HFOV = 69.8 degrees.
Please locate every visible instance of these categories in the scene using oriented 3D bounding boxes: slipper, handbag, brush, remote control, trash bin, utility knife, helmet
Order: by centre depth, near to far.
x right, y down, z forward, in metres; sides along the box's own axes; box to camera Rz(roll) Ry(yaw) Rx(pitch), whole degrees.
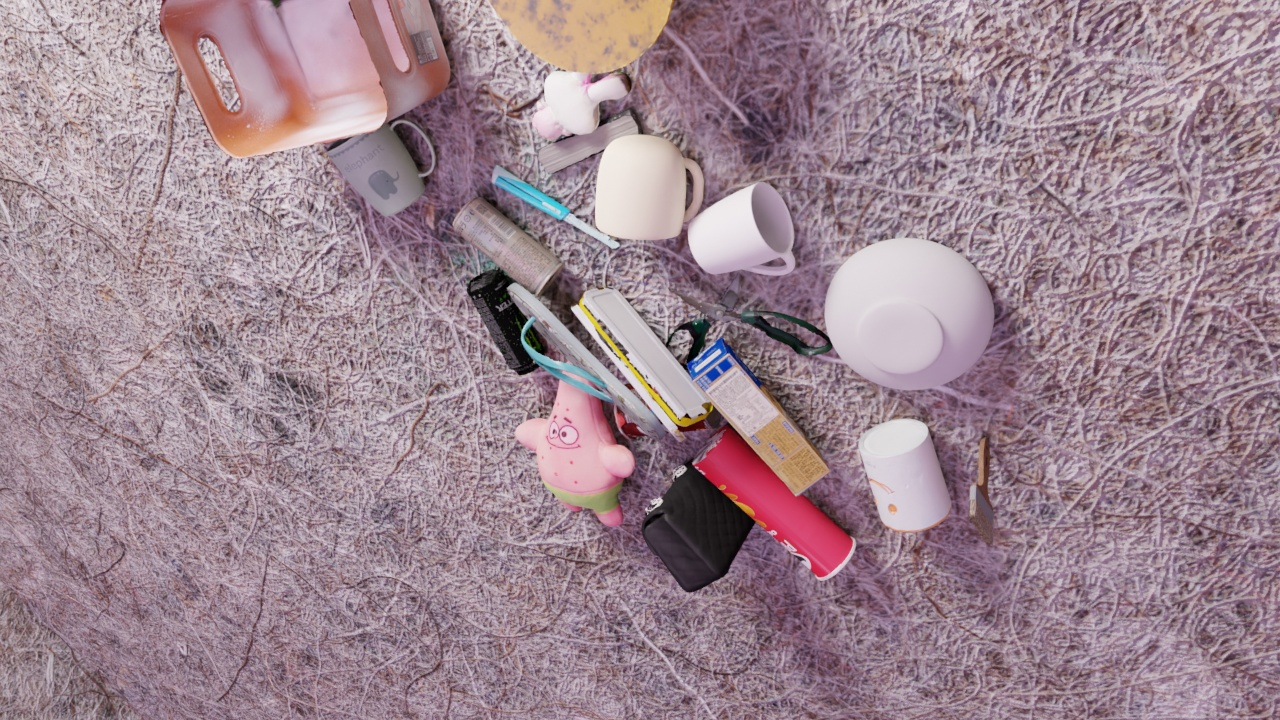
[{"bbox_3d":[-0.048,-0.408,0.854,0.206,0.131,0.255,-16,111,31],"label":"helmet"},{"bbox_3d":[0.368,0.131,0.988,0.008,0.142,0.045,-22,117,35],"label":"brush"},{"bbox_3d":[-0.365,-0.347,1.024,0.260,0.157,0.182,-4,117,26],"label":"trash bin"},{"bbox_3d":[-0.058,-0.246,1.033,0.137,0.013,0.033,-14,112,33],"label":"remote control"},{"bbox_3d":[-0.100,-0.182,1.094,0.176,0.015,0.022,29,102,4],"label":"utility knife"},{"bbox_3d":[-0.078,0.014,1.112,0.269,0.054,0.098,43,170,15],"label":"slipper"},{"bbox_3d":[0.063,0.211,1.179,0.125,0.153,0.115,49,130,-3],"label":"handbag"}]

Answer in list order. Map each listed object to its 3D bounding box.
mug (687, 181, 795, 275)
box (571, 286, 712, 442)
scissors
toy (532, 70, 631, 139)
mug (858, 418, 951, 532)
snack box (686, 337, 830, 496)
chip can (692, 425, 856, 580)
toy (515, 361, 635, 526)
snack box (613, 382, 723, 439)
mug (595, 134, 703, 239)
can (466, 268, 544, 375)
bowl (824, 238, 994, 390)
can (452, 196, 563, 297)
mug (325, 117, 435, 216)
[{"bbox_3d":[0.116,-0.128,0.992,0.088,0.080,0.114,-18,131,38],"label":"mug"},{"bbox_3d":[-0.004,0.002,1.087,0.070,0.067,0.210,-46,71,18],"label":"box"},{"bbox_3d":[0.115,-0.027,1.073,0.203,0.015,0.202,20,144,-3],"label":"scissors"},{"bbox_3d":[-0.071,-0.286,1.000,0.123,0.037,0.079,-35,104,31],"label":"toy"},{"bbox_3d":[0.305,0.132,1.057,0.082,0.082,0.105,-10,114,29],"label":"mug"},{"bbox_3d":[0.139,0.067,1.083,0.056,0.057,0.207,-38,110,12],"label":"snack box"},{"bbox_3d":[0.168,0.179,1.158,0.220,0.069,0.069,42,128,-4],"label":"chip can"},{"bbox_3d":[-0.080,0.107,1.213,0.192,0.096,0.237,11,113,33],"label":"toy"},{"bbox_3d":[0.036,0.058,1.142,0.121,0.072,0.072,-8,116,27],"label":"snack box"},{"bbox_3d":[0.013,-0.191,0.990,0.120,0.096,0.100,-3,115,-17],"label":"mug"},{"bbox_3d":[-0.172,-0.049,1.182,0.054,0.053,0.138,-14,113,31],"label":"can"},{"bbox_3d":[0.279,-0.037,0.973,0.177,0.066,0.177,12,124,18],"label":"bowl"},{"bbox_3d":[-0.162,-0.140,1.122,0.135,0.054,0.054,39,128,-2],"label":"can"},{"bbox_3d":[-0.304,-0.242,1.116,0.111,0.084,0.104,-31,116,7],"label":"mug"}]
